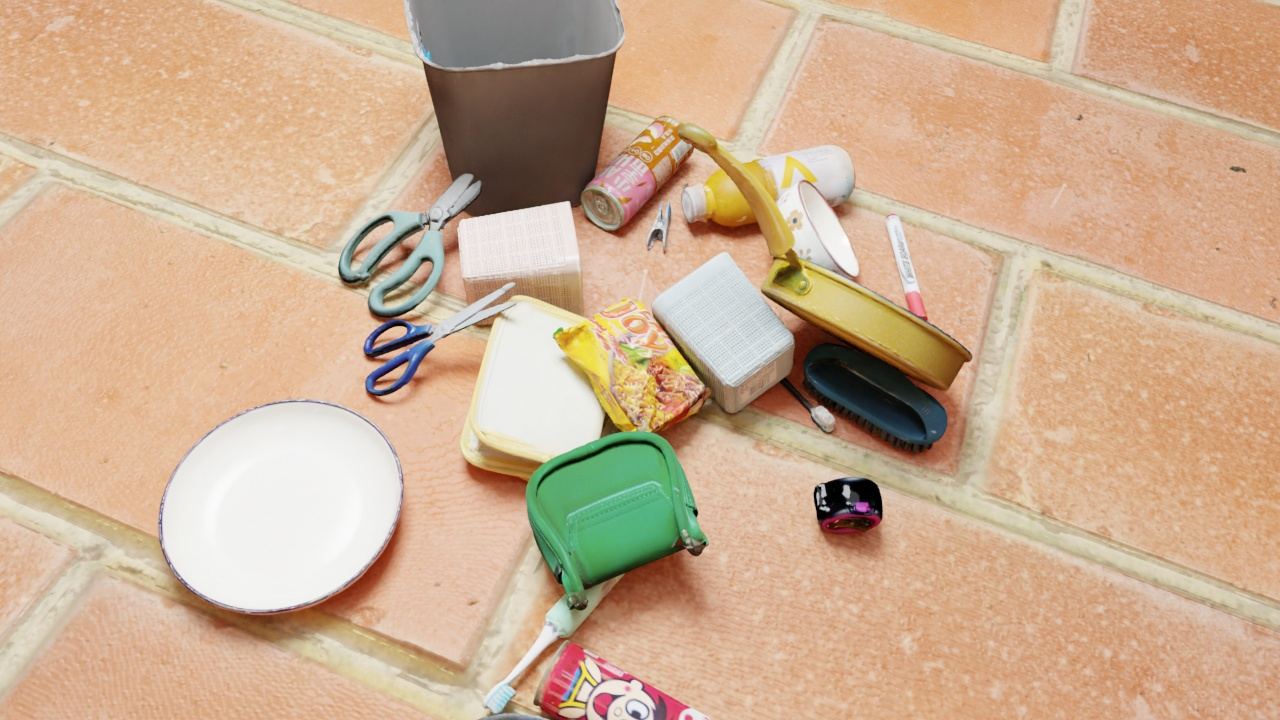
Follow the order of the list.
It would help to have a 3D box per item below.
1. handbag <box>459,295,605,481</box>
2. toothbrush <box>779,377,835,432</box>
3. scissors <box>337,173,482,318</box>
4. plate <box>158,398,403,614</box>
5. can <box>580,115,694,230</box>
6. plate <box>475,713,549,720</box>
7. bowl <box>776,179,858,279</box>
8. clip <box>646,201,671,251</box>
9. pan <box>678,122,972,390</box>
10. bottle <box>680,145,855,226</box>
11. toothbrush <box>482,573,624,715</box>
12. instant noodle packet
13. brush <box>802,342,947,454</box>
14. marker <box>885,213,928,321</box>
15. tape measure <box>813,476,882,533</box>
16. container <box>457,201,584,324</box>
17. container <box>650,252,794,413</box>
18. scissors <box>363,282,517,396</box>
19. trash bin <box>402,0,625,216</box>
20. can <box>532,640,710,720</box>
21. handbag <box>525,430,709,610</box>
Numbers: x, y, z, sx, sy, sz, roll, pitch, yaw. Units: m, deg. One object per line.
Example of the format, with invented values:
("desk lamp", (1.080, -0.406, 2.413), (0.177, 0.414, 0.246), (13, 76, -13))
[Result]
("handbag", (-0.062, 0.039, 0.836), (0.178, 0.063, 0.163), (18, 54, -11))
("toothbrush", (0.125, 0.003, 0.894), (0.015, 0.018, 0.181), (-34, 63, -17))
("scissors", (-0.231, -0.131, 0.917), (0.143, 0.019, 0.180), (32, 84, 23))
("plate", (-0.292, 0.122, 0.762), (0.192, 0.039, 0.192), (2, 55, -3))
("can", (-0.001, -0.207, 1.003), (0.058, 0.058, 0.147), (31, 58, 16))
("plate", (-0.095, 0.341, 0.636), (0.179, 0.024, 0.179), (2, 55, -3))
("bowl", (0.170, -0.122, 0.945), (0.062, 0.113, 0.113), (-31, 51, 28))
("clip", (0.021, -0.143, 0.983), (0.032, 0.025, 0.057), (8, 61, 8))
("pan", (0.149, -0.080, 0.785), (0.078, 0.357, 0.198), (-61, 33, 4))
("bottle", (0.137, -0.186, 0.993), (0.189, 0.068, 0.068), (-14, 58, -14))
("toothbrush", (-0.047, 0.192, 0.741), (0.027, 0.026, 0.223), (24, 54, 35))
("instant noodle packet", (-0.005, 0.005, 0.826), (0.110, 0.044, 0.128), (-27, 75, -43))
("brush", (0.217, 0.028, 0.848), (0.144, 0.074, 0.055), (32, 68, 18))
("marker", (0.282, -0.100, 0.978), (0.017, 0.017, 0.145), (0, 56, -5))
("tape measure", (0.178, 0.126, 0.787), (0.058, 0.057, 0.039), (-6, 60, 9))
("container", (-0.117, -0.091, 0.897), (0.111, 0.090, 0.089), (-8, 56, -7))
("container", (0.080, -0.022, 0.856), (0.090, 0.090, 0.111), (-35, 66, -8))
("scissors", (-0.186, -0.017, 0.837), (0.173, 0.012, 0.132), (2, 66, 30))
("trash bin", (-0.131, -0.282, 0.947), (0.198, 0.220, 0.198), (-8, 57, -12))
("can", (-0.009, 0.262, 0.679), (0.133, 0.053, 0.053), (25, 57, 12))
("handbag", (-0.020, 0.125, 0.732), (0.131, 0.068, 0.120), (-22, 46, -9))
